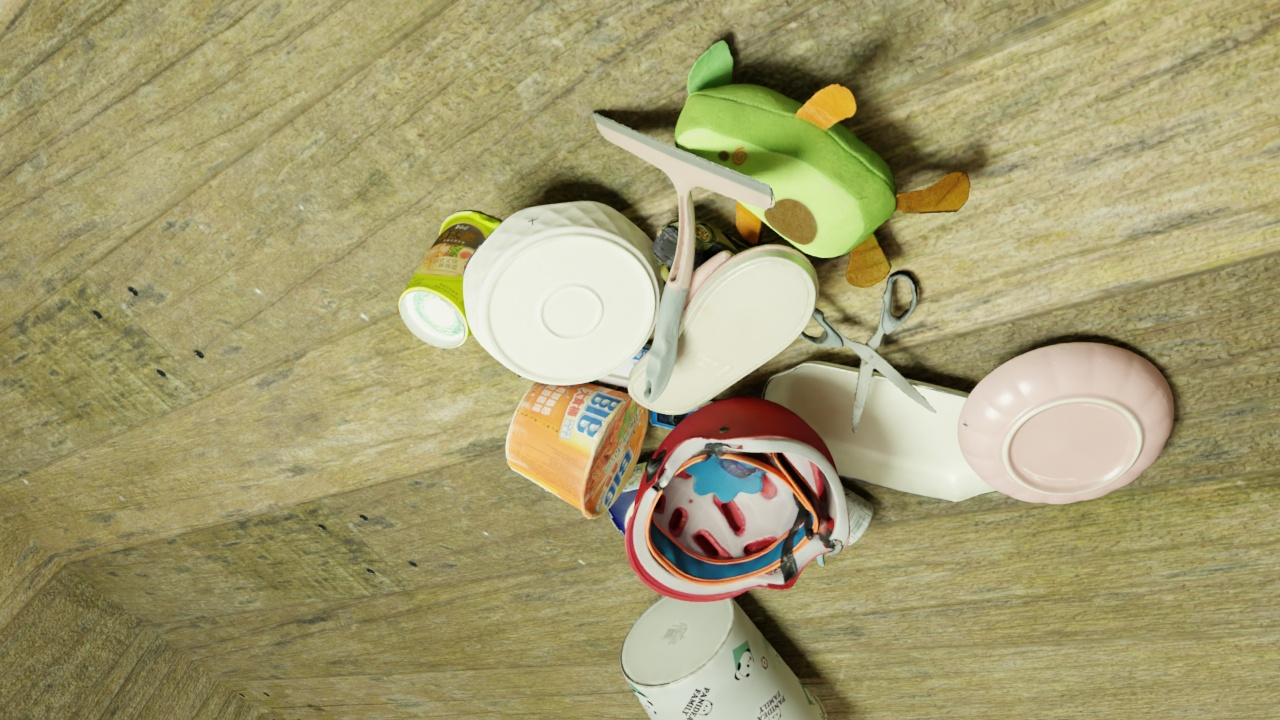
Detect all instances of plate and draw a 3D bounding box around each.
[{"bbox_3d":[0.259,0.068,0.967,0.266,0.034,0.162,12,135,16],"label":"plate"},{"bbox_3d":[-0.072,-0.058,0.917,0.204,0.045,0.205,-7,126,-10],"label":"plate"},{"bbox_3d":[0.401,0.071,0.863,0.192,0.039,0.193,4,127,6],"label":"plate"}]

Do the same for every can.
[{"bbox_3d":[0.195,0.154,1.064,0.146,0.058,0.058,32,137,-5],"label":"can"},{"bbox_3d":[-0.006,0.006,1.022,0.135,0.053,0.053,12,135,15],"label":"can"}]

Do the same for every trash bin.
[{"bbox_3d":[0.111,0.471,1.305,0.230,0.228,0.252,-15,118,36],"label":"trash bin"}]

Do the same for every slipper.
[{"bbox_3d":[0.074,-0.030,0.893,0.114,0.054,0.275,23,141,-16],"label":"slipper"}]

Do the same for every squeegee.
[{"bbox_3d":[0.028,-0.073,0.826,0.248,0.040,0.250,36,130,45],"label":"squeegee"}]

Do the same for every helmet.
[{"bbox_3d":[0.096,0.136,0.966,0.207,0.143,0.241,40,119,-20],"label":"helmet"}]

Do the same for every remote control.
[{"bbox_3d":[0.068,0.064,1.064,0.125,0.024,0.049,11,135,15],"label":"remote control"}]

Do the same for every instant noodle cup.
[{"bbox_3d":[-0.074,0.088,1.033,0.111,0.151,0.152,20,138,20],"label":"instant noodle cup"},{"bbox_3d":[-0.193,-0.080,0.979,0.112,0.123,0.112,14,135,14],"label":"instant noodle cup"}]

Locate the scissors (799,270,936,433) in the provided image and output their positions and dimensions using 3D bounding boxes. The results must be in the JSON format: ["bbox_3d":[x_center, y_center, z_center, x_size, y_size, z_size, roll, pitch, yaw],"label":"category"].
[{"bbox_3d":[0.226,-0.009,0.888,0.178,0.014,0.160,38,120,-5],"label":"scissors"}]

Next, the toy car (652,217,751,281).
[{"bbox_3d":[0.086,-0.088,0.892,0.158,0.042,0.070,26,141,-15],"label":"toy car"}]

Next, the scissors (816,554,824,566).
[{"bbox_3d":[0.228,0.221,1.147,0.118,0.017,0.133,-1,135,21],"label":"scissors"}]

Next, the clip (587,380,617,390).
[{"bbox_3d":[-0.047,0.048,1.099,0.070,0.034,0.100,15,131,14],"label":"clip"}]

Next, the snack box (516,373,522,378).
[{"bbox_3d":[-0.090,-0.055,0.970,0.126,0.053,0.113,-17,127,4],"label":"snack box"}]

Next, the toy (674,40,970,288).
[{"bbox_3d":[0.134,-0.154,0.769,0.246,0.089,0.228,29,151,-3],"label":"toy"}]

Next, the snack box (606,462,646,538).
[{"bbox_3d":[0.065,0.196,1.147,0.183,0.045,0.178,-17,124,19],"label":"snack box"}]
